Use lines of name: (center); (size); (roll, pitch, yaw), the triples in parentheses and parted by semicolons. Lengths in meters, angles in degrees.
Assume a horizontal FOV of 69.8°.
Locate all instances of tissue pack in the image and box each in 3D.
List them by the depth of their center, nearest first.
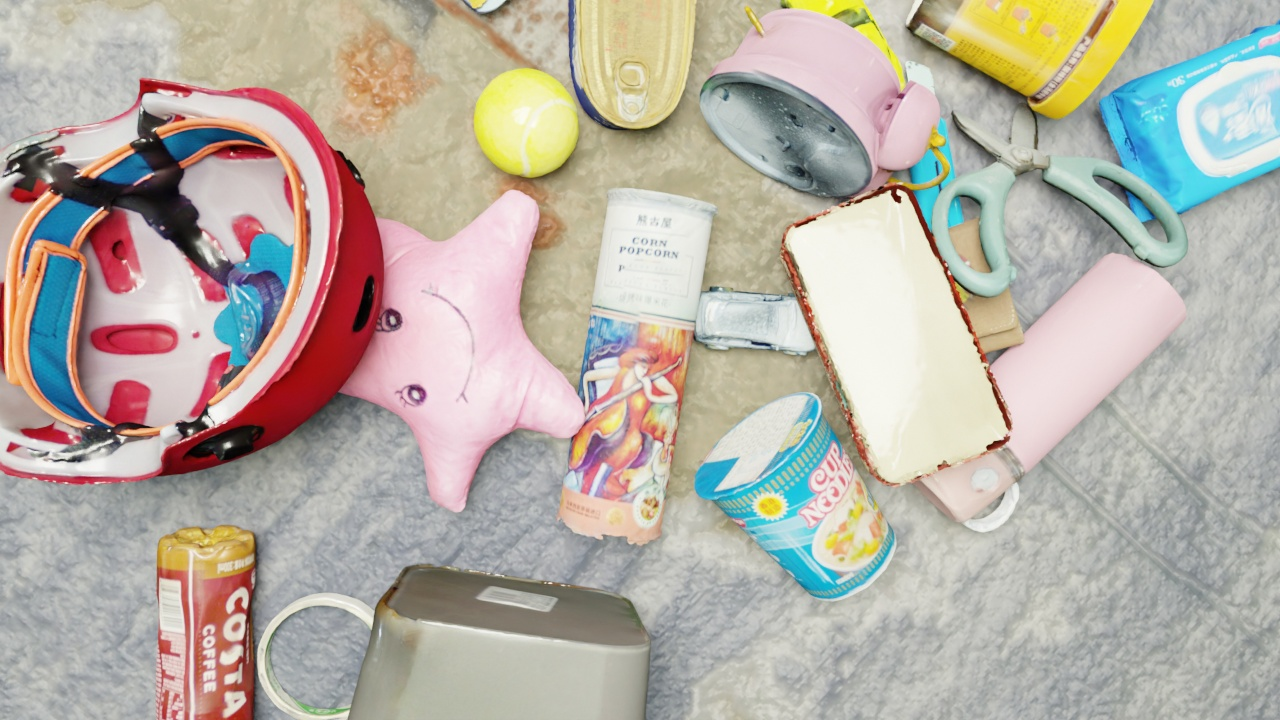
tissue pack: (0.388, -0.161, 0.608); (0.157, 0.052, 0.095); (-24, 96, -2)

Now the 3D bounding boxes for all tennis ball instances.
tennis ball: (-0.071, -0.147, 0.571); (0.065, 0.065, 0.065); (0, 94, -4)

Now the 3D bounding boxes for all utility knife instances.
utility knife: (0.198, -0.112, 0.616); (0.034, 0.018, 0.179); (-10, 94, -2)

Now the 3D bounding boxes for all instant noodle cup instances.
instant noodle cup: (0.237, -0.227, 0.566); (0.114, 0.118, 0.118); (25, 92, 2)
instant noodle cup: (0.106, 0.092, 0.593); (0.099, 0.099, 0.110); (-40, 103, 0)

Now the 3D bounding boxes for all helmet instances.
helmet: (-0.236, -0.038, 0.518); (0.240, 0.144, 0.206); (-15, 77, 13)

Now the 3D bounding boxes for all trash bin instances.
trash bin: (-0.092, 0.250, 0.546); (0.199, 0.199, 0.219); (10, 86, -7)

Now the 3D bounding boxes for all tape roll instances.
tape roll: (-0.211, 0.199, 0.614); (0.086, 0.014, 0.086); (0, 95, -4)

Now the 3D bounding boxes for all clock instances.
clock: (0.116, -0.148, 0.561); (0.158, 0.117, 0.059); (32, 80, -4)

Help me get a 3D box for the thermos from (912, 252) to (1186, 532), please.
thermos: (0.269, 0.027, 0.609); (0.198, 0.067, 0.087); (-46, 108, -1)

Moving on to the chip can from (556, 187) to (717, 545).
chip can: (-0.003, 0.003, 0.585); (0.071, 0.071, 0.215); (9, 94, -5)

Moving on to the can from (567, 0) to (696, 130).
can: (-0.008, -0.218, 0.568); (0.074, 0.049, 0.148); (-2, 101, -13)

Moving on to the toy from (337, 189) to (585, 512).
toy: (-0.128, 0.000, 0.574); (0.179, 0.074, 0.194); (-11, 93, 13)

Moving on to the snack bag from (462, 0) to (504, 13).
snack bag: (-0.065, -0.317, 0.574); (0.191, 0.039, 0.110); (-43, 93, -2)

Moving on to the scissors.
scissors: (0.265, -0.095, 0.579); (0.179, 0.019, 0.169); (20, 60, 5)

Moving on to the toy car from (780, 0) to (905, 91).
toy car: (0.133, -0.209, 0.598); (0.048, 0.032, 0.105); (-32, 94, -1)

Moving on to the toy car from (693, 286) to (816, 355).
toy car: (0.079, -0.026, 0.608); (0.090, 0.034, 0.043); (5, 90, -6)

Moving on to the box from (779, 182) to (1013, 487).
box: (0.148, -0.014, 0.551); (0.091, 0.077, 0.168); (-22, 84, 8)

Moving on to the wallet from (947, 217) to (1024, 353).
wallet: (0.182, -0.036, 0.602); (0.115, 0.033, 0.090); (-16, 91, 9)

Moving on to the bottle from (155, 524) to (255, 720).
bottle: (-0.278, 0.197, 0.587); (0.057, 0.057, 0.175); (2, 94, -4)
